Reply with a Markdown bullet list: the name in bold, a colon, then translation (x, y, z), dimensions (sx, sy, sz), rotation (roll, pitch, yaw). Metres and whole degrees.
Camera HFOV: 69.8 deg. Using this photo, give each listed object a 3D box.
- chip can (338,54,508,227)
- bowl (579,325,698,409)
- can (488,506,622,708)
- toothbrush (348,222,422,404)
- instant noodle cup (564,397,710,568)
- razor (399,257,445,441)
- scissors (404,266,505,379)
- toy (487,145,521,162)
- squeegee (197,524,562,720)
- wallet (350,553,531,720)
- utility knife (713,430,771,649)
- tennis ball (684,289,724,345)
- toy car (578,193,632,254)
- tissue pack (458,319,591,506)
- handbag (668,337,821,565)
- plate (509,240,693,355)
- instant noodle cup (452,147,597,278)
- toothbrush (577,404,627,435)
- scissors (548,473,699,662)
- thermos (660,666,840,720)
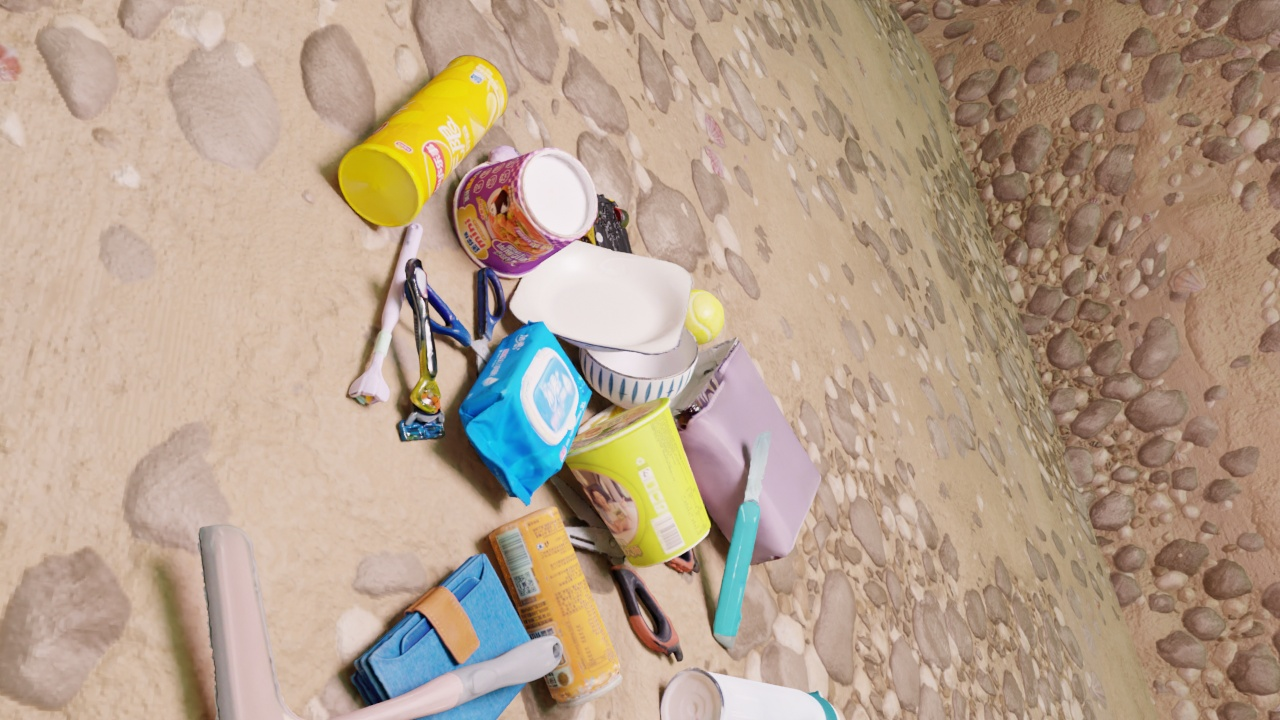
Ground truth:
- **chip can**: translation (-0.183, -0.198, 0.809), dimensions (0.072, 0.072, 0.212), rotation (50, 34, -21)
- **bowl**: translation (-0.005, 0.005, 0.907), dimensions (0.116, 0.066, 0.116), rotation (6, 38, -5)
- **can**: translation (-0.066, 0.190, 0.716), dimensions (0.058, 0.058, 0.146), rotation (-14, 80, -57)
- **toothbrush**: translation (-0.196, -0.044, 0.731), dimensions (0.029, 0.021, 0.188), rotation (13, 49, -12)
- **instant noodle cup**: translation (0.001, 0.112, 0.811), dimensions (0.111, 0.112, 0.123), rotation (-34, 100, -58)
- **razor**: translation (-0.168, -0.010, 0.712), dimensions (0.042, 0.022, 0.142), rotation (2, 83, -58)
- **scissors**: translation (-0.139, -0.019, 0.791), dimensions (0.173, 0.012, 0.162), rotation (52, 29, -32)
- **toy**: translation (-0.114, -0.166, 0.915), dimensions (0.108, 0.039, 0.083), rotation (48, 42, -25)
- **squeegee**: translation (-0.130, 0.207, 0.571), dimensions (0.249, 0.040, 0.247), rotation (-1, 77, -49)
- **wallet**: translation (-0.128, 0.210, 0.635), dimensions (0.106, 0.040, 0.132), rotation (64, 32, -8)
- **utility knife**: translation (0.103, 0.177, 0.909), dimensions (0.029, 0.013, 0.223), rotation (10, 93, -16)
- **tennis ball**: translation (0.064, -0.050, 1.065), dimensions (0.065, 0.066, 0.065), rotation (34, 43, -39)
- **toy car**: translation (-0.035, -0.110, 0.987), dimensions (0.071, 0.041, 0.155), rotation (-4, 74, -56)
- **tissue pack**: translation (-0.092, 0.039, 0.767), dimensions (0.095, 0.052, 0.156), rotation (58, 29, -25)
- **handbag**: translation (0.099, 0.099, 0.977), dimensions (0.197, 0.099, 0.144), rotation (57, 31, -17)
- **plate**: translation (-0.036, -0.055, 0.891), dimensions (0.163, 0.034, 0.163), rotation (13, 39, 3)
- **instant noodle cup**: translation (-0.100, -0.139, 0.833), dimensions (0.111, 0.099, 0.111), rotation (7, 78, -37)
- **toothbrush**: translation (-0.013, 0.043, 0.932), dimensions (0.016, 0.018, 0.190), rotation (61, 31, -2)
- **scissors**: translation (-0.012, 0.179, 0.841), dimensions (0.227, 0.015, 0.188), rotation (63, 32, -1)
- **thermos**: translation (0.114, 0.340, 0.862), dimensions (0.224, 0.073, 0.073), rotation (29, 46, -43)
